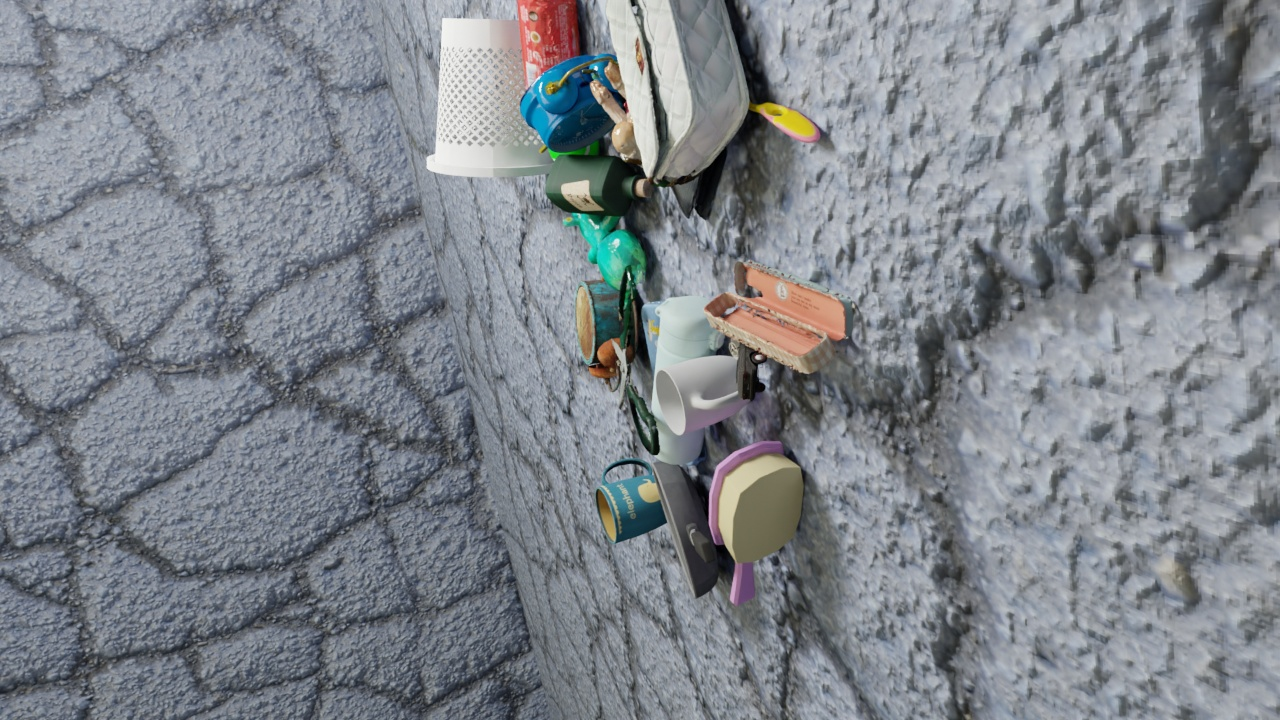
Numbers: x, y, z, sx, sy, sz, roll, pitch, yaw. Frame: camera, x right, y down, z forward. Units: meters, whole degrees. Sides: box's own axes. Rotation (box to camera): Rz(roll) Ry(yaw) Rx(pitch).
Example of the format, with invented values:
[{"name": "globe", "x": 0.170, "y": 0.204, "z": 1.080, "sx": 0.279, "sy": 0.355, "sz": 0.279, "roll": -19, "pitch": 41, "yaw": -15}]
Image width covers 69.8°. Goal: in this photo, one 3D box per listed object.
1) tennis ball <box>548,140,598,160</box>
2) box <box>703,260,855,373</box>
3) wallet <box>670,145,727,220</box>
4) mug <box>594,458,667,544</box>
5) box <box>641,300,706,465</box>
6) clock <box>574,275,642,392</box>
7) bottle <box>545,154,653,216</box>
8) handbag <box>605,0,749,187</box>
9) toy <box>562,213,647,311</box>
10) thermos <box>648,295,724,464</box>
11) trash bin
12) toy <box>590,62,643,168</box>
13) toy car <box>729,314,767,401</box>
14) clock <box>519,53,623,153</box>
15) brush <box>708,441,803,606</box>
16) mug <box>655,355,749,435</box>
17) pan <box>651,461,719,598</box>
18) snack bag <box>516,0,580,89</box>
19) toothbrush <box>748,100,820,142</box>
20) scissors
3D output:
[{"name": "tennis ball", "x": -0.086, "y": -0.278, "z": 1.180, "sx": 0.065, "sy": 0.065, "sz": 0.065, "roll": 163, "pitch": 90, "yaw": -72}, {"name": "box", "x": 0.121, "y": -0.042, "z": 0.814, "sx": 0.048, "sy": 0.085, "sz": 0.187, "roll": 46, "pitch": 173, "yaw": -28}, {"name": "wallet", "x": 0.048, "y": -0.205, "z": 0.916, "sx": 0.115, "sy": 0.026, "sz": 0.089, "roll": 105, "pitch": 146, "yaw": -57}, {"name": "mug", "x": -0.007, "y": 0.189, "z": 1.289, "sx": 0.085, "sy": 0.104, "sz": 0.112, "roll": 105, "pitch": 147, "yaw": -57}, {"name": "box", "x": 0.037, "y": 0.030, "z": 1.134, "sx": 0.066, "sy": 0.037, "sz": 0.209, "roll": 13, "pitch": 118, "yaw": 66}, {"name": "clock", "x": -0.038, "y": -0.036, "z": 1.232, "sx": 0.121, "sy": 0.073, "sz": 0.157, "roll": 126, "pitch": 137, "yaw": -67}, {"name": "bottle", "x": -0.043, "y": -0.206, "z": 1.084, "sx": 0.131, "sy": 0.061, "sz": 0.061, "roll": 11, "pitch": 77, "yaw": 36}, {"name": "handbag", "x": 0.022, "y": -0.269, "z": 0.825, "sx": 0.139, "sy": 0.072, "sz": 0.194, "roll": 138, "pitch": 122, "yaw": -64}, {"name": "toy", "x": -0.045, "y": -0.149, "z": 1.146, "sx": 0.193, "sy": 0.072, "sz": 0.131, "roll": 58, "pitch": 147, "yaw": 25}, {"name": "thermos", "x": 0.048, "y": 0.023, "z": 1.029, "sx": 0.078, "sy": 0.065, "sz": 0.207, "roll": 27, "pitch": 133, "yaw": 25}, {"name": "trash bin", "x": -0.206, "y": -0.373, "z": 1.291, "sx": 0.195, "sy": 0.195, "sz": 0.200, "roll": -140, "pitch": 47, "yaw": -60}, {"name": "toy", "x": -0.011, "y": -0.252, "z": 0.964, "sx": 0.085, "sy": 0.074, "sz": 0.106, "roll": -1, "pitch": 100, "yaw": 63}, {"name": "toy car", "x": 0.102, "y": -0.003, "z": 0.872, "sx": 0.092, "sy": 0.037, "sz": 0.040, "roll": -77, "pitch": -13, "yaw": -50}, {"name": "clock", "x": -0.073, "y": -0.299, "z": 1.047, "sx": 0.060, "sy": 0.116, "sz": 0.162, "roll": 63, "pitch": 163, "yaw": 10}, {"name": "brush", "x": 0.117, "y": 0.184, "z": 0.950, "sx": 0.043, "sy": 0.089, "sz": 0.229, "roll": 47, "pitch": 148, "yaw": 46}, {"name": "mug", "x": 0.077, "y": 0.032, "z": 0.933, "sx": 0.107, "sy": 0.089, "sz": 0.071, "roll": -166, "pitch": 61, "yaw": -69}, {"name": "pan", "x": 0.064, "y": 0.202, "z": 1.074, "sx": 0.357, "sy": 0.041, "sz": 0.178, "roll": 112, "pitch": 140, "yaw": -85}, {"name": "snack bag", "x": -0.110, "y": -0.387, "z": 1.147, "sx": 0.082, "sy": 0.082, "sz": 0.177, "roll": -128, "pitch": 28, "yaw": -49}, {"name": "toothbrush", "x": 0.108, "y": -0.203, "z": 0.753, "sx": 0.135, "sy": 0.021, "sz": 0.016, "roll": 51, "pitch": 166, "yaw": 53}, {"name": "scissors", "x": -0.006, "y": 0.006, "z": 1.067, "sx": 0.201, "sy": 0.015, "sz": 0.202, "roll": -115, "pitch": 23, "yaw": -46}]
